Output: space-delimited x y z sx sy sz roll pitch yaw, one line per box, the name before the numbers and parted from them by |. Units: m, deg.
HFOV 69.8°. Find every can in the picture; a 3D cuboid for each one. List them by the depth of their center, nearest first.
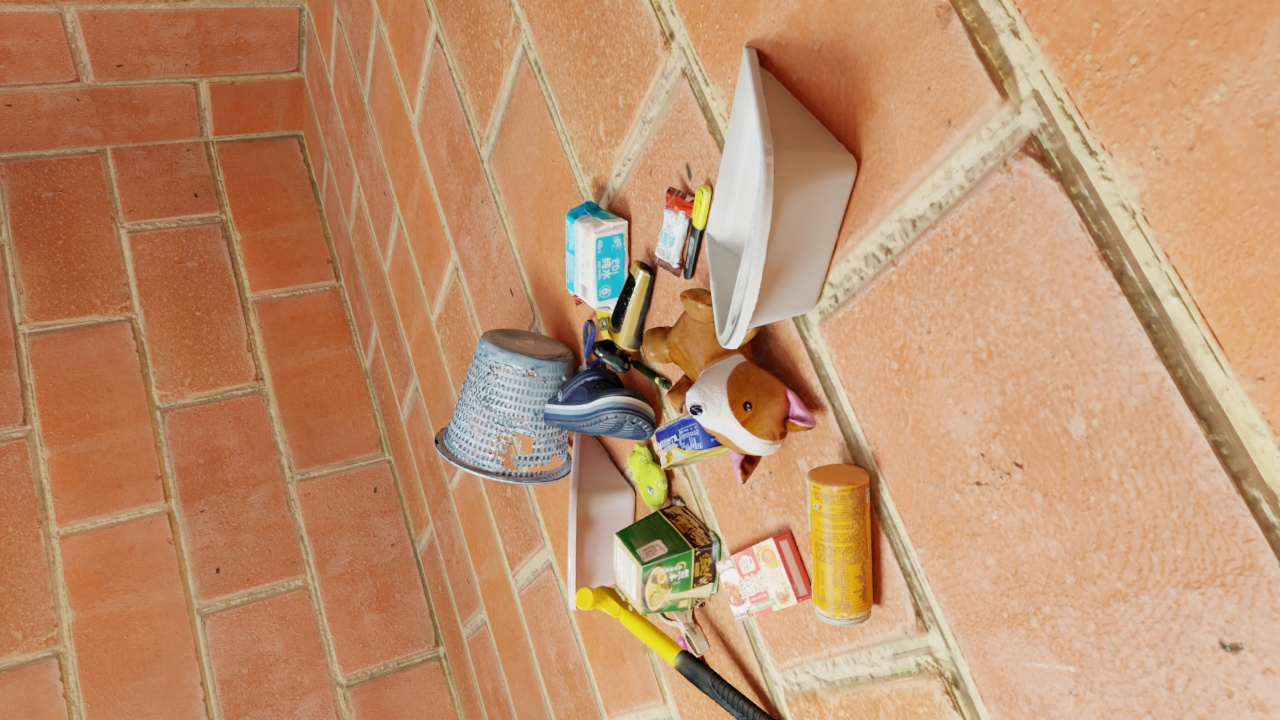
can | 0.190 0.174 0.874 0.058 0.058 0.146 21 119 60
can | 0.067 0.091 1.072 0.148 0.074 0.049 144 115 -64

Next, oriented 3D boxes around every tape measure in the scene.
tape measure | -0.042 -0.054 1.281 0.057 0.028 0.060 -22 81 63

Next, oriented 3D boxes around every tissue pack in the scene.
tissue pack | -0.057 -0.138 1.235 0.090 0.063 0.140 39 135 51

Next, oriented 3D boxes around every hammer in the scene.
hammer | 0.052 0.379 1.163 0.301 0.128 0.033 31 93 32

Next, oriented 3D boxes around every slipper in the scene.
slipper | -0.055 0.060 1.290 0.253 0.105 0.095 -10 70 61

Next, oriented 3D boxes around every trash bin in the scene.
trash bin | -0.196 0.062 1.454 0.226 0.226 0.195 37 117 54

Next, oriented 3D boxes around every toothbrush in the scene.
toothbrush | -0.007 0.007 1.257 0.186 0.012 0.017 33 135 56

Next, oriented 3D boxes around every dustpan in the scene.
dustpan | 0.089 -0.139 0.854 0.257 0.142 0.223 51 143 41
dustpan | -0.103 0.241 1.408 0.273 0.138 0.223 37 133 53

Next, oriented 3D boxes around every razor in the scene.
razor | -0.019 -0.058 1.201 0.062 0.067 0.168 56 140 37

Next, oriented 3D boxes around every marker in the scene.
marker | 0.062 -0.144 1.047 0.018 0.015 0.124 50 144 38

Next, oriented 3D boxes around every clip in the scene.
clip | 0.057 0.343 1.245 0.102 0.035 0.094 39 136 46

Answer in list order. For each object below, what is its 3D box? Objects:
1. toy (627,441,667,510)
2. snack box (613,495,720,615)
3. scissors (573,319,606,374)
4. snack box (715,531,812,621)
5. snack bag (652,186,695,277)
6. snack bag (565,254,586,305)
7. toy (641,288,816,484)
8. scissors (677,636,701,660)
toy | 0.012 0.161 1.263 0.097 0.031 0.100 119 137 -59
snack box | 0.027 0.260 1.188 0.118 0.105 0.118 38 133 52
scissors | -0.082 -0.002 1.393 0.166 0.012 0.155 -150 53 -65
snack box | 0.138 0.249 1.049 0.153 0.025 0.075 -47 59 60
snack bag | 0.040 -0.150 1.074 0.048 0.026 0.104 32 134 26
snack bag | -0.096 -0.132 1.359 0.045 0.026 0.105 -157 59 -70
toy | 0.088 0.021 0.958 0.199 0.130 0.141 59 136 18
scissors | 0.090 0.425 1.236 0.133 0.017 0.054 43 152 44
